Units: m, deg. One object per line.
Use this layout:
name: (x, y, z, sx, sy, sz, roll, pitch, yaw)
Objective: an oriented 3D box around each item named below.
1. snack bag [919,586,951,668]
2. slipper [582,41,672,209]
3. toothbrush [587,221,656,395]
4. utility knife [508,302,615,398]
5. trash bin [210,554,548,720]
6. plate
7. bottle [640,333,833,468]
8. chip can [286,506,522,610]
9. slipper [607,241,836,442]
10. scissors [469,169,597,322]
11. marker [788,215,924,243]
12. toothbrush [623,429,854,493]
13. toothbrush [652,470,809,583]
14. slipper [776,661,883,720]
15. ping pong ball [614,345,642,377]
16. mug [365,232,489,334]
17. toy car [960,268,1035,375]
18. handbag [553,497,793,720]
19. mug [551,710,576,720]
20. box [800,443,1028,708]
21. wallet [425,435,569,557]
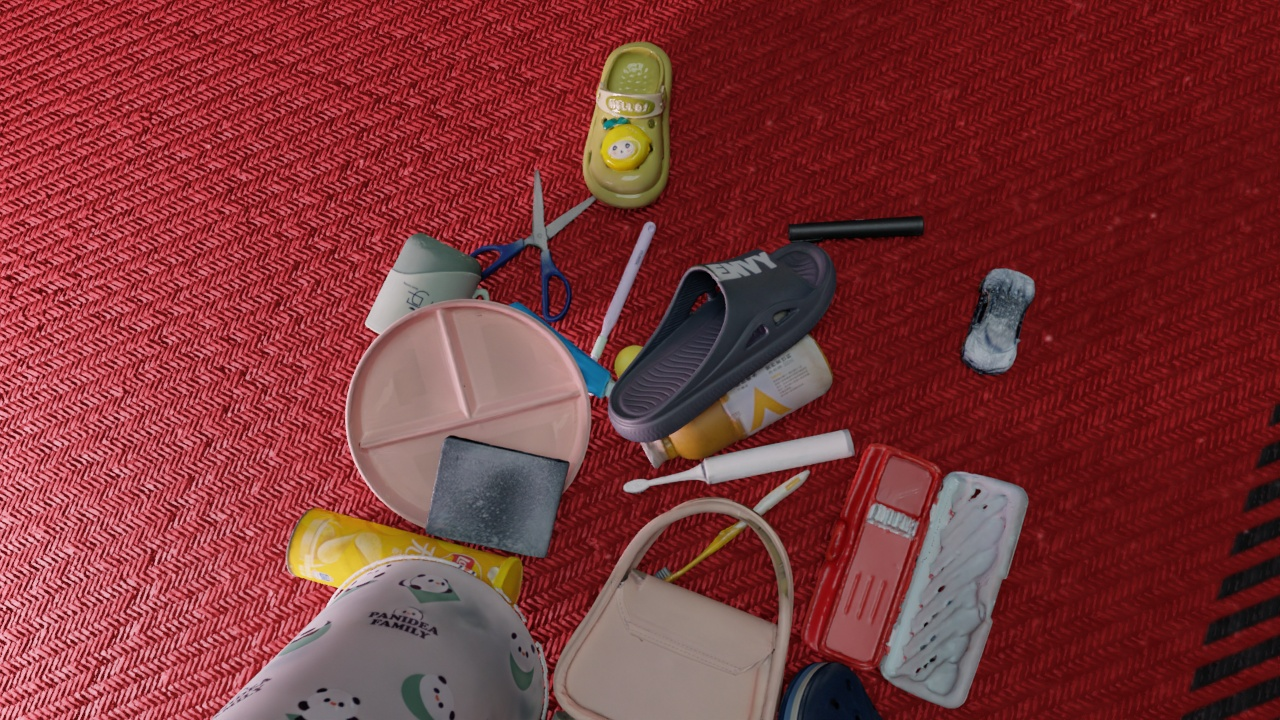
snack bag: (0.277, 0.230, 0.821, 0.045, 0.026, 0.105, 23, 83, 9)
slipper: (-0.014, -0.252, 0.941, 0.092, 0.081, 0.190, 3, 75, 11)
toothbrush: (-0.023, -0.056, 0.927, 0.029, 0.021, 0.189, 24, 81, -16)
utility knife: (-0.068, 0.001, 0.902, 0.191, 0.018, 0.034, 36, 87, 20)
trash bin: (-0.220, 0.306, 0.720, 0.230, 0.251, 0.229, 2, 100, 13)
plate: (-0.162, 0.055, 0.877, 0.229, 0.028, 0.229, -1, 98, -5)
bottle: (0.087, 0.041, 0.867, 0.189, 0.068, 0.068, -29, 75, 0)
chip can: (-0.223, 0.198, 0.872, 0.213, 0.072, 0.072, 11, 79, 11)
slipper: (0.071, -0.036, 0.842, 0.267, 0.083, 0.111, -40, 38, -14)
scissors: (-0.110, -0.116, 0.957, 0.176, 0.012, 0.162, -26, 75, 1)
marker: (0.214, -0.130, 0.913, 0.132, 0.020, 0.022, -2, 66, 7)
toothbrush: (0.092, 0.100, 0.874, 0.221, 0.026, 0.026, -12, 65, 5)
toothbrush: (0.082, 0.160, 0.868, 0.191, 0.016, 0.018, -37, 67, -1)
slipper: (0.205, 0.369, 0.750, 0.104, 0.095, 0.252, -20, 75, -42)
ping pong ball: (-0.005, 0.005, 0.901, 0.040, 0.040, 0.040, -2, 77, 7)
mug: (-0.201, -0.060, 0.919, 0.111, 0.082, 0.106, 26, 89, -13)
toy car: (0.340, -0.037, 0.871, 0.049, 0.031, 0.105, 18, 81, 12)
handbag: (0.047, 0.235, 0.818, 0.193, 0.093, 0.234, 20, 79, 10)
mug: (-0.071, 0.366, 0.788, 0.084, 0.124, 0.103, 18, 77, 35)
box: (0.242, 0.186, 0.820, 0.161, 0.060, 0.201, 17, 79, 27)
wallet: (-0.136, 0.129, 0.869, 0.121, 0.019, 0.097, 13, 96, -6)
